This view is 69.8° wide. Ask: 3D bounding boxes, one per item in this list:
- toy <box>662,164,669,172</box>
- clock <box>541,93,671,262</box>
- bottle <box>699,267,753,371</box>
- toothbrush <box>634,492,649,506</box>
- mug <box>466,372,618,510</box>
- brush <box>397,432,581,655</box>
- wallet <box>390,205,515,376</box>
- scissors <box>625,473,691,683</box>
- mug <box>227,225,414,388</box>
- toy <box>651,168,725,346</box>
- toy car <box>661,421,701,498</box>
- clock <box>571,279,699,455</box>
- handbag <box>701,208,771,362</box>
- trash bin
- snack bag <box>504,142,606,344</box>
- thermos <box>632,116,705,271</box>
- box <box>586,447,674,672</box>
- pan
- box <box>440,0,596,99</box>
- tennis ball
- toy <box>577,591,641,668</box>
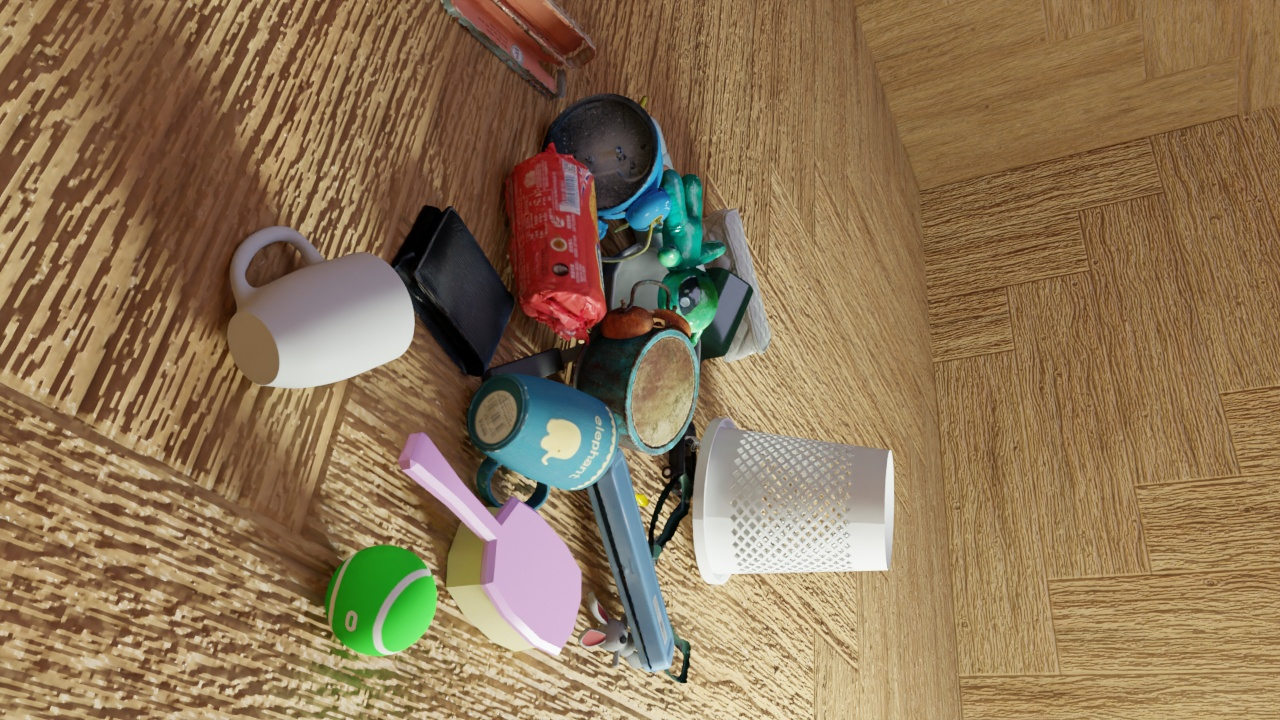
[{"bbox_3d":[-0.031,-0.206,0.963,0.074,0.085,0.106,-35,93,-28],"label":"toy"},{"bbox_3d":[-0.031,-0.175,0.888,0.060,0.117,0.161,22,61,-74],"label":"clock"},{"bbox_3d":[0.078,-0.040,1.093,0.061,0.061,0.131,30,77,-26],"label":"bottle"},{"bbox_3d":[-0.030,0.120,0.891,0.135,0.016,0.021,39,48,-51],"label":"toothbrush"},{"bbox_3d":[-0.087,0.067,0.729,0.104,0.084,0.112,29,83,-51],"label":"mug"},{"bbox_3d":[-0.115,0.133,0.672,0.229,0.043,0.089,58,33,-38],"label":"brush"},{"bbox_3d":[-0.140,-0.056,0.713,0.115,0.026,0.089,59,31,-37],"label":"wallet"},{"bbox_3d":[0.029,0.224,0.950,0.202,0.015,0.201,64,39,-34],"label":"scissors"},{"bbox_3d":[-0.203,-0.034,0.544,0.107,0.071,0.089,51,36,5],"label":"mug"},{"bbox_3d":[0.041,-0.098,0.951,0.130,0.072,0.193,-10,98,-57],"label":"toy"},{"bbox_3d":[0.049,0.107,1.028,0.040,0.037,0.092,40,46,-53],"label":"toy car"},{"bbox_3d":[-0.005,0.004,0.829,0.121,0.073,0.157,1,98,-55],"label":"clock"},{"bbox_3d":[0.115,-0.100,1.209,0.138,0.072,0.195,-42,118,-70],"label":"handbag"},{"bbox_3d":[0.183,0.165,1.054,0.195,0.200,0.195,1,89,-70],"label":"trash bin"},{"bbox_3d":[-0.075,-0.103,0.797,0.082,0.082,0.176,38,40,-55],"label":"snack bag"},{"bbox_3d":[0.017,-0.171,1.038,0.078,0.065,0.207,-143,-148,-69],"label":"thermos"},{"bbox_3d":[-0.012,0.183,0.849,0.065,0.037,0.209,-37,113,-76],"label":"box"},{"bbox_3d":[-0.040,-0.016,0.893,0.356,0.041,0.178,-22,99,-59],"label":"pan"},{"bbox_3d":[-0.111,-0.310,0.849,0.048,0.085,0.187,54,16,27],"label":"box"},{"bbox_3d":[-0.157,0.145,0.556,0.065,0.065,0.065,34,51,-56],"label":"tennis ball"},{"bbox_3d":[-0.025,0.249,0.831,0.112,0.030,0.049,49,44,-45],"label":"toy"}]
